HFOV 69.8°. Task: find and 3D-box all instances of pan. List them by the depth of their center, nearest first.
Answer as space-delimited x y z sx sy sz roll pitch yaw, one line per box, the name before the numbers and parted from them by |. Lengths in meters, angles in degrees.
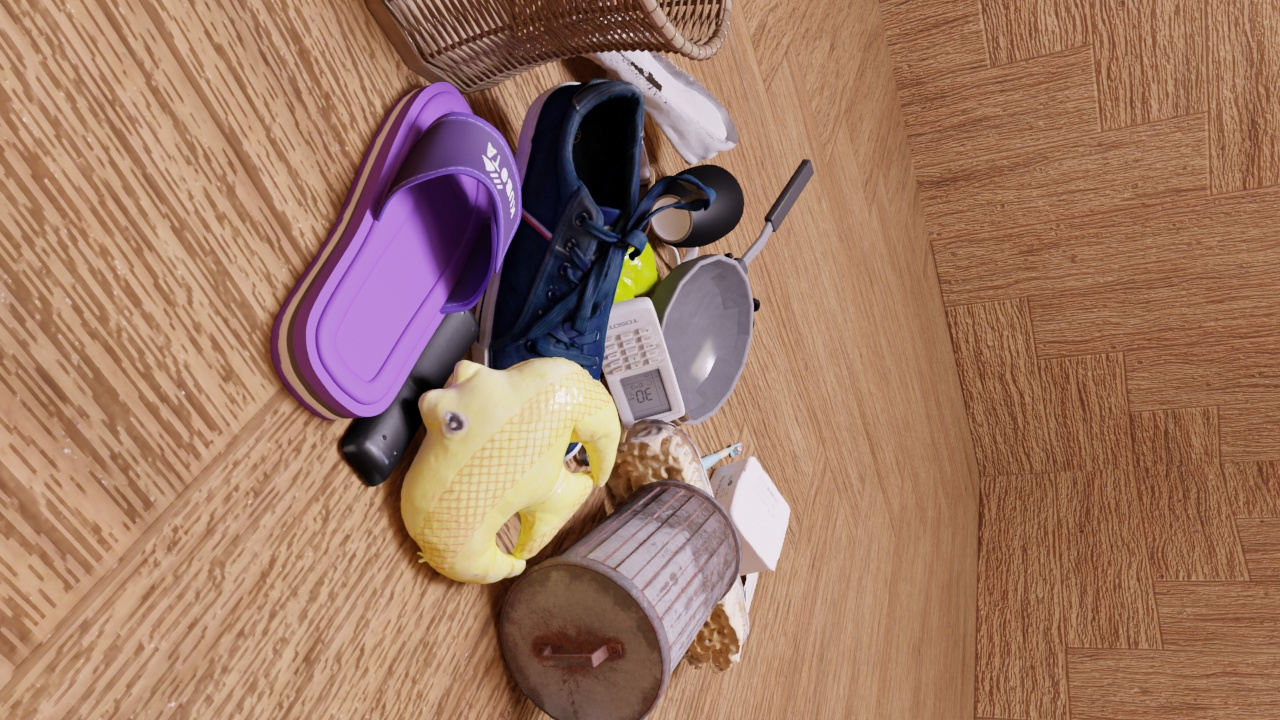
pan | 0.099 -0.091 0.985 0.356 0.041 0.179 -56 141 -24

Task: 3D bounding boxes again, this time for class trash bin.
trash bin | -0.009 0.184 0.718 0.210 0.131 0.131 -27 108 -64

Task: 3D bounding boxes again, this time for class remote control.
remote control | -0.145 0.015 0.604 0.041 0.020 0.151 65 33 -35
remote control | -0.003 0.005 0.826 0.025 0.060 0.139 -100 173 -53

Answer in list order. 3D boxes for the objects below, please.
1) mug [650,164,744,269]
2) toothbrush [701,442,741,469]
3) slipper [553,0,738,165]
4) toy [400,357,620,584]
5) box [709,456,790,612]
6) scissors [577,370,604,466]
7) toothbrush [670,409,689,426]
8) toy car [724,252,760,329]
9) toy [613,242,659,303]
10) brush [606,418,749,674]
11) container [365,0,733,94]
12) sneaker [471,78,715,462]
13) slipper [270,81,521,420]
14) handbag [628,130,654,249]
mug | 0.051 -0.147 0.992 0.100 0.085 0.119 -35 144 -55
toothbrush | 0.086 0.114 1.057 0.022 0.016 0.154 -62 160 16
slipper | 0.004 -0.274 0.913 0.246 0.075 0.112 29 28 -47
toy | -0.089 0.068 0.613 0.170 0.065 0.155 -44 127 -17
box | 0.130 0.209 1.057 0.110 0.083 0.190 -58 136 -50
scissors | -0.037 0.025 0.835 0.169 0.013 0.132 -40 120 -64
toothbrush | -0.005 0.005 0.857 0.167 0.016 0.016 49 32 -28
toy car | 0.109 -0.080 1.114 0.100 0.049 0.051 66 30 -32
toy | -0.014 -0.081 0.880 0.094 0.036 0.093 36 57 -48
brush | 0.041 0.179 0.871 0.056 0.083 0.271 -50 129 -54
container | -0.067 -0.303 0.639 0.226 0.196 0.226 25 62 -60
sneaker | -0.037 -0.065 0.666 0.120 0.127 0.294 10 87 -34
slipper | -0.129 -0.080 0.588 0.107 0.084 0.265 59 35 -40
handbag | -0.029 -0.173 0.839 0.166 0.063 0.138 -70 144 -51
